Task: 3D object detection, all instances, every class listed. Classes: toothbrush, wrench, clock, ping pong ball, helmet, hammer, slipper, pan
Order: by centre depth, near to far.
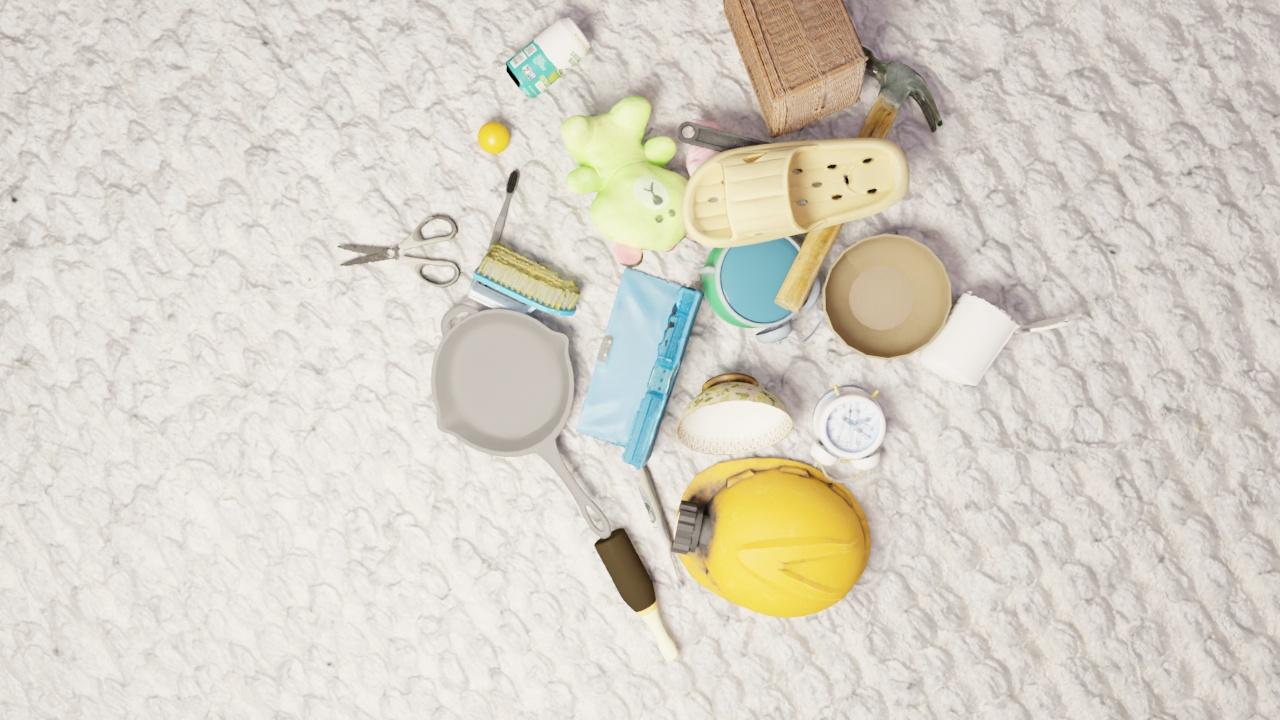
[{"bbox_3d":[0.172,-0.196,1.032,0.262,0.079,0.111,-9,95,8],"label":"slipper"},{"bbox_3d":[0.176,-0.237,1.074,0.273,0.018,0.073,15,92,3],"label":"wrench"},{"bbox_3d":[0.249,-0.208,1.098,0.132,0.033,0.330,27,84,-1],"label":"hammer"},{"bbox_3d":[0.156,-0.087,1.131,0.161,0.075,0.122,42,84,-11],"label":"clock"},{"bbox_3d":[0.168,0.233,1.139,0.255,0.131,0.205,12,96,2],"label":"helmet"},{"bbox_3d":[-0.185,-0.280,1.155,0.040,0.040,0.040,0,96,4],"label":"ping pong ball"},{"bbox_3d":[0.262,0.094,1.156,0.089,0.052,0.125,6,100,3],"label":"clock"},{"bbox_3d":[-0.184,-0.164,1.183,0.013,0.013,0.167,18,100,2],"label":"toothbrush"},{"bbox_3d":[-0.141,0.080,1.188,0.217,0.024,0.354,-34,90,15],"label":"pan"},{"bbox_3d":[0.024,0.216,1.203,0.022,0.024,0.185,-14,97,47],"label":"toothbrush"}]

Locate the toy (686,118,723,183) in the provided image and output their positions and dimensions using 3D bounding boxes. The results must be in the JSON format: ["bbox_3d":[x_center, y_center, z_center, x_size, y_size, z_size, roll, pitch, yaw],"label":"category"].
[{"bbox_3d":[0.089,-0.255,1.124,0.053,0.099,0.095,-32,65,44],"label":"toy"}]

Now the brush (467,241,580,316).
[{"bbox_3d":[-0.146,-0.087,1.166,0.136,0.055,0.075,25,123,-5],"label":"brush"}]

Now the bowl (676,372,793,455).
[{"bbox_3d":[0.114,0.060,1.142,0.145,0.145,0.063,-6,58,5],"label":"bowl"}]

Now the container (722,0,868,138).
[{"bbox_3d":[0.173,-0.375,1.058,0.113,0.114,0.198,-20,79,5],"label":"container"}]

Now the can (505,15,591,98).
[{"bbox_3d":[-0.114,-0.374,1.132,0.102,0.055,0.055,-37,92,7],"label":"can"}]

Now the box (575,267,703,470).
[{"bbox_3d":[-0.008,0.006,1.149,0.112,0.094,0.231,18,98,5],"label":"box"}]

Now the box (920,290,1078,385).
[{"bbox_3d":[0.434,-0.025,1.116,0.136,0.084,0.147,32,97,7],"label":"box"}]

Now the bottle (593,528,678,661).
[{"bbox_3d":[0.001,0.311,1.202,0.045,0.045,0.184,-27,93,7],"label":"bottle"}]

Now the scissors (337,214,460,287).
[{"bbox_3d":[-0.308,-0.147,1.194,0.165,0.012,0.150,33,97,2],"label":"scissors"}]

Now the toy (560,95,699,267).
[{"bbox_3d":[-0.013,-0.216,1.124,0.150,0.107,0.197,-24,104,-16],"label":"toy"}]

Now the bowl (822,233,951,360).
[{"bbox_3d":[0.300,-0.077,1.130,0.152,0.050,0.152,0,93,8],"label":"bowl"}]
